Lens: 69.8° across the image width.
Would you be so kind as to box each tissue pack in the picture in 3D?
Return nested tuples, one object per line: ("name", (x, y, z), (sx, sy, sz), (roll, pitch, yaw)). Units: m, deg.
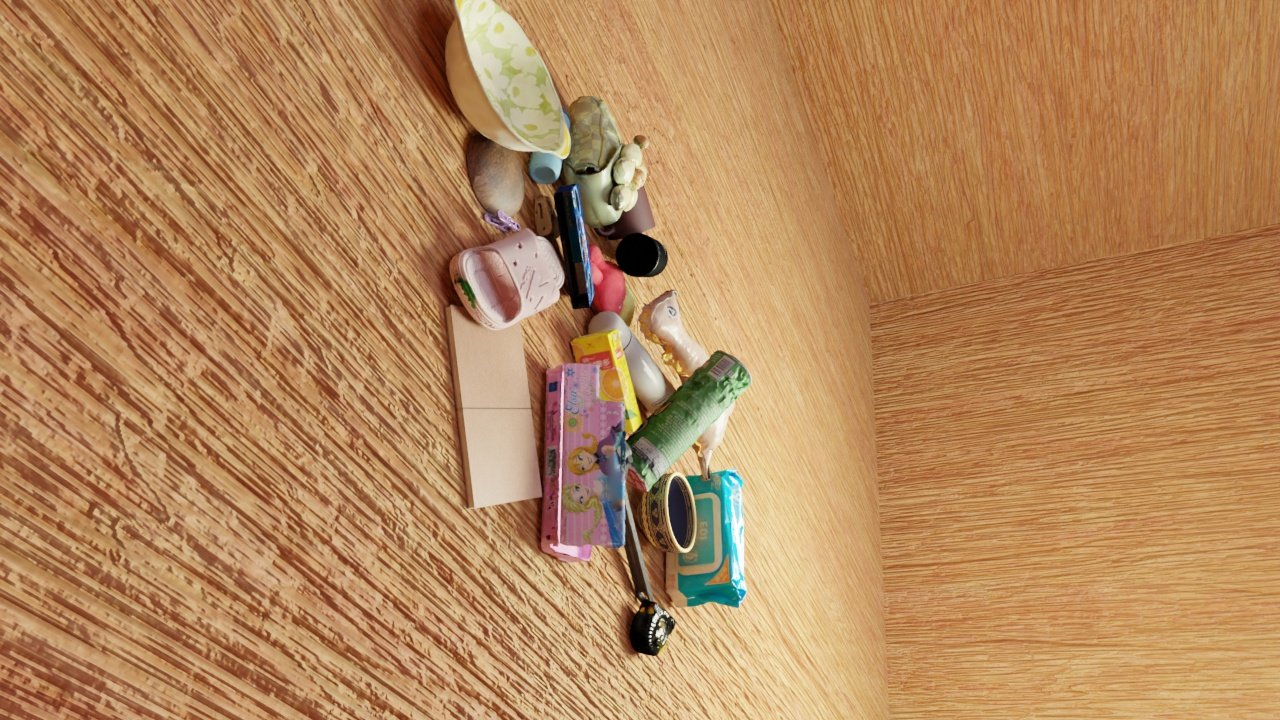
("tissue pack", (0.096, 0.267, 1.368), (0.066, 0.117, 0.209), (37, 46, -51))

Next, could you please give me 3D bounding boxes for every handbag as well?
("handbag", (-0.045, -0.280, 1.261), (0.113, 0.117, 0.186), (78, 10, -56))

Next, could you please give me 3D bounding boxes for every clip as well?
("clip", (-0.158, -0.162, 1.065), (0.053, 0.036, 0.013), (55, 32, -71))
("clip", (-0.117, -0.182, 1.177), (0.043, 0.025, 0.061), (32, 48, -61))

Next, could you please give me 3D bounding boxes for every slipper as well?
("slipper", (-0.130, -0.099, 1.041), (0.094, 0.064, 0.238), (67, 22, -7))

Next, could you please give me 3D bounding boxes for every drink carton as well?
("drink carton", (-0.044, 0.029, 1.210), (0.042, 0.059, 0.134), (-37, 114, -68))

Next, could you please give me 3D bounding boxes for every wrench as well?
("wrench", (-0.020, 0.206, 1.196), (0.018, 0.073, 0.273), (-34, 120, -42))

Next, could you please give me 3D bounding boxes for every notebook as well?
("notebook", (-0.157, 0.050, 0.996), (0.141, 0.008, 0.209), (7, 74, -67))

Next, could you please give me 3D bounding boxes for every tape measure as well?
("tape measure", (0.015, 0.358, 1.217), (0.067, 0.038, 0.062), (58, 45, -44))

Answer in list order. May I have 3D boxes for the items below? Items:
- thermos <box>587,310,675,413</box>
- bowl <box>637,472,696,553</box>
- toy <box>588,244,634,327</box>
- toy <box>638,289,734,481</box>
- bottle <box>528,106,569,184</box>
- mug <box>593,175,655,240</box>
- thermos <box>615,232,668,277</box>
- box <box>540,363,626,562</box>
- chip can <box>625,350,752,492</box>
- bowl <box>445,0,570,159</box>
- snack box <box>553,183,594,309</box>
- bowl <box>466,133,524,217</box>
("thermos", (-0.008, 0.008, 1.315), (0.224, 0.052, 0.052), (52, 34, -48))
("bowl", (0.031, 0.218, 1.302), (0.112, 0.061, 0.112), (-10, 90, -68))
("toy", (-0.045, -0.103, 1.285), (0.091, 0.045, 0.135), (-84, 150, -43))
("toy", (0.066, 0.032, 1.335), (0.264, 0.065, 0.195), (51, 45, -42))
("bottle", (-0.117, -0.287, 1.201), (0.040, 0.040, 0.129), (55, 32, -45))
("mug", (-0.035, -0.222, 1.345), (0.105, 0.073, 0.082), (-30, 110, -39))
("thermos", (0.008, -0.155, 1.376), (0.231, 0.061, 0.061), (-40, 118, -82))
("box", (-0.058, 0.116, 1.087), (0.085, 0.097, 0.230), (40, 44, -57))
("chip can", (0.058, 0.079, 1.262), (0.222, 0.075, 0.075), (-44, 129, -19))
("bowl", (-0.165, -0.315, 1.051), (0.219, 0.060, 0.188), (54, 27, -32))
("snack box", (-0.084, -0.147, 1.178), (0.082, 0.027, 0.150), (-82, 165, -72))
("bowl", (-0.162, -0.219, 1.081), (0.114, 0.026, 0.102), (-16, 95, -68))
